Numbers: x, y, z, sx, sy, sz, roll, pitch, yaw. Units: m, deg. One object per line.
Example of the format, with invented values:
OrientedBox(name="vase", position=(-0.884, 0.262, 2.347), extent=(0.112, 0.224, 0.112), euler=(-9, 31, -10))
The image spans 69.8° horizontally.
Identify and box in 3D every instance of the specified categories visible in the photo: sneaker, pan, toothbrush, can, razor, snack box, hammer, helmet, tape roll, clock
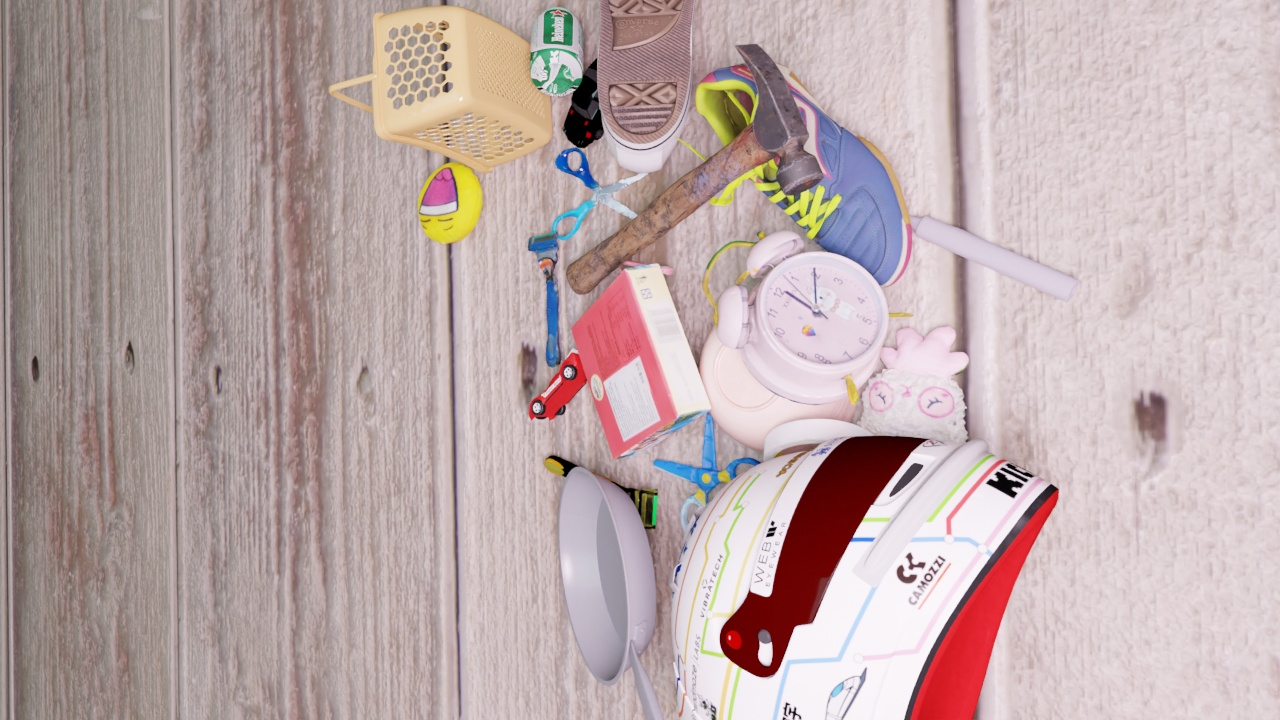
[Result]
OrientedBox(name="sneaker", position=(0.006, -0.286, 0.869), extent=(0.091, 0.097, 0.245), euler=(-2, 71, 0))
OrientedBox(name="pan", position=(-0.011, 0.234, 0.797), extent=(0.356, 0.050, 0.201), euler=(-128, 39, -55))
OrientedBox(name="toothbrush", position=(0.255, -0.095, 0.732), extent=(0.188, 0.018, 0.019), euler=(32, 102, 30))
OrientedBox(name="can", position=(-0.083, -0.309, 0.917), extent=(0.053, 0.053, 0.101), euler=(-34, 40, 29))
OrientedBox(name="razor", position=(-0.095, -0.063, 0.968), extent=(0.044, 0.018, 0.141), euler=(-3, 92, 40))
OrientedBox(name="snack box", position=(-0.005, 0.005, 0.857), extent=(0.145, 0.040, 0.142), euler=(-40, 66, 58))
OrientedBox(name="razor", position=(-0.042, 0.126, 0.929), extent=(0.144, 0.021, 0.044), euler=(19, 119, 31))
OrientedBox(name="hammer", position=(0.021, -0.140, 0.811), extent=(0.331, 0.033, 0.120), euler=(-29, 79, 51))
OrientedBox(name="sneaker", position=(0.126, -0.152, 0.769), extent=(0.241, 0.090, 0.117), euler=(56, 141, 23))
OrientedBox(name="helmet", position=(0.139, 0.179, 0.678), extent=(0.236, 0.230, 0.315), euler=(24, 113, 33))
OrientedBox(name="tape roll", position=(0.150, 0.078, 0.759), extent=(0.094, 0.094, 0.019), euler=(-14, 53, 33))
OrientedBox(name="clock", position=(0.123, -0.039, 0.727), extent=(0.158, 0.059, 0.116), euler=(33, 69, 8))

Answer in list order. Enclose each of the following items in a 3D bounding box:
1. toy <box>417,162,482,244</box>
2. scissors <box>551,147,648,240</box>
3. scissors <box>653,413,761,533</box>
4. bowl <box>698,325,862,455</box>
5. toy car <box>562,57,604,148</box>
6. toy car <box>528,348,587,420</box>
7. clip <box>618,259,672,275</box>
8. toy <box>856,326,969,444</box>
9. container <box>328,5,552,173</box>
OrientedBox(name="toy", position=(-0.214, -0.177, 1.034), extent=(0.096, 0.041, 0.094), euler=(5, 89, 36))
OrientedBox(name="scissors", position=(-0.047, -0.178, 0.938), extent=(0.130, 0.014, 0.118), euler=(-18, 79, 31))
OrientedBox(name="scissors", position=(0.065, 0.115, 0.864), extent=(0.125, 0.013, 0.130), euler=(14, 95, 32))
OrientedBox(name="bowl", position=(0.109, 0.011, 0.796), extent=(0.153, 0.076, 0.153), euler=(0, 89, 33))
OrientedBox(name="toy car", position=(-0.050, -0.260, 0.926), extent=(0.042, 0.036, 0.092), euler=(43, 112, 26))
OrientedBox(name="toy car", position=(-0.080, 0.027, 0.944), extent=(0.090, 0.038, 0.025), euler=(-47, 63, 24))
OrientedBox(name="clip", position=(0.005, -0.079, 0.900), extent=(0.060, 0.023, 0.045), euler=(-3, 88, 30))
OrientedBox(name="toy", position=(0.223, 0.023, 0.744), extent=(0.096, 0.041, 0.109), euler=(9, 89, 35))
OrientedBox(name="container", position=(-0.201, -0.274, 0.941), extent=(0.167, 0.183, 0.129), euler=(-6, 87, 27))
